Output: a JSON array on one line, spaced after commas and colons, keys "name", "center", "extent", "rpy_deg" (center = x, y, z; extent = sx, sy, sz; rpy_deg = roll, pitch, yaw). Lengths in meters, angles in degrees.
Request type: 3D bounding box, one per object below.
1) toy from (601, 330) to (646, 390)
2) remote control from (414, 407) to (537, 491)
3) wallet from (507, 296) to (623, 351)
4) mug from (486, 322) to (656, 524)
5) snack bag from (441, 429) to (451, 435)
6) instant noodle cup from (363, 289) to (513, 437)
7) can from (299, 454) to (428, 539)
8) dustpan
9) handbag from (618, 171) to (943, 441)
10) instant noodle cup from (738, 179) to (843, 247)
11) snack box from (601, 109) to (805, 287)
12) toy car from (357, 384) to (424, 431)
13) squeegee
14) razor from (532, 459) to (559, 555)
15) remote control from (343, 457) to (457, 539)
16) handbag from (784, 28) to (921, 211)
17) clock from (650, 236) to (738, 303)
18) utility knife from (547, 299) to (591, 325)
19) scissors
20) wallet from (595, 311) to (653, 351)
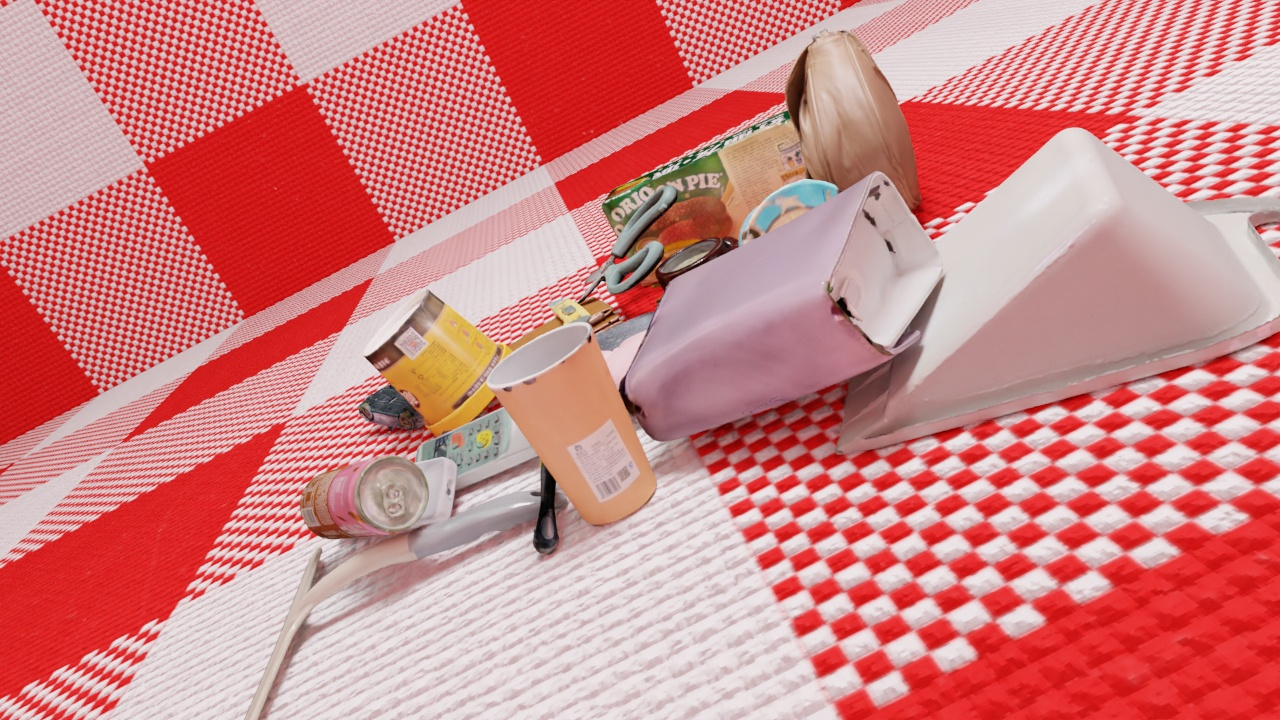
[{"name": "toy", "center": [-0.005, 0.005, 0.778], "extent": [0.160, 0.054, 0.121], "rpy_deg": [-11, 17, 26]}, {"name": "remote control", "center": [-0.138, 0.076, 0.787], "extent": [0.135, 0.019, 0.056], "rpy_deg": [-24, 46, 21]}, {"name": "wallet", "center": [-0.090, -0.024, 1.004], "extent": [0.131, 0.031, 0.108], "rpy_deg": [-32, 18, -10]}, {"name": "mug", "center": [-0.040, 0.046, 0.620], "extent": [0.078, 0.123, 0.078], "rpy_deg": [-25, 19, 9]}, {"name": "snack bag", "center": [-0.149, 0.074, 0.834], "extent": [0.105, 0.026, 0.045], "rpy_deg": [-14, 47, 32]}, {"name": "instant noodle cup", "center": [-0.208, -0.001, 0.939], "extent": [0.119, 0.114, 0.118], "rpy_deg": [-37, 23, 18]}, {"name": "can", "center": [-0.216, 0.108, 0.710], "extent": [0.057, 0.058, 0.148], "rpy_deg": [-41, 14, -34]}, {"name": "dustpan", "center": [0.273, -0.034, 0.583], "extent": [0.258, 0.142, 0.222], "rpy_deg": [-50, 5, 33]}, {"name": "handbag", "center": [0.090, -0.025, 0.624], "extent": [0.198, 0.098, 0.144], "rpy_deg": [-26, 17, 43]}, {"name": "instant noodle cup", "center": [0.133, -0.103, 0.810], "extent": [0.111, 0.111, 0.120], "rpy_deg": [-27, 12, 2]}, {"name": "snack box", "center": [0.086, -0.183, 1.050], "extent": [0.240, 0.114, 0.063], "rpy_deg": [-21, 21, 19]}, {"name": "toy car", "center": [-0.267, 0.055, 1.034], "extent": [0.121, 0.037, 0.054], "rpy_deg": [4, 34, 39]}, {"name": "squeegee", "center": [-0.170, 0.144, 0.671], "extent": [0.246, 0.039, 0.246], "rpy_deg": [-26, 19, 2]}, {"name": "razor", "center": [-0.066, 0.082, 0.666], "extent": [0.042, 0.022, 0.142], "rpy_deg": [3, 44, -6]}, {"name": "remote control", "center": [-0.210, 0.119, 0.783], "extent": [0.136, 0.020, 0.055], "rpy_deg": [-15, 59, 32]}, {"name": "handbag", "center": [0.194, -0.202, 0.843], "extent": [0.100, 0.147, 0.204], "rpy_deg": [-17, -12, 21]}, {"name": "clock", "center": [0.070, -0.088, 0.916], "extent": [0.122, 0.055, 0.082], "rpy_deg": [-28, 19, 6]}, {"name": "utility knife", "center": [-0.079, -0.052, 1.002], "extent": [0.031, 0.019, 0.175], "rpy_deg": [-24, 11, -9]}, {"name": "scissors", "center": [-0.010, -0.127, 1.003], "extent": [0.175, 0.019, 0.176], "rpy_deg": [-14, 47, 60]}, {"name": "wallet", "center": [-0.030, -0.007, 0.905], "extent": [0.121, 0.019, 0.097], "rpy_deg": [-26, 21, 1]}]
